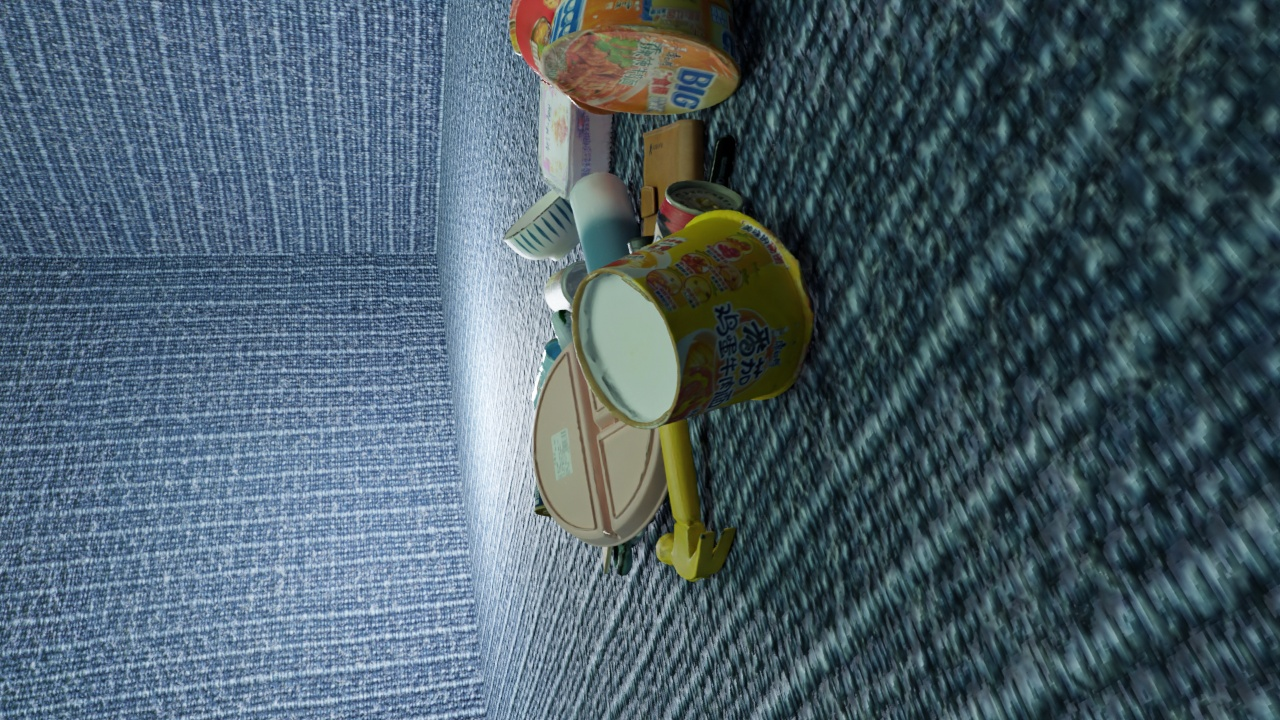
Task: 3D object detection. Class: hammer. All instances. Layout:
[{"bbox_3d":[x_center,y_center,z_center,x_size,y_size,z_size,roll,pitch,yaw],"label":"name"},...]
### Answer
[{"bbox_3d":[0.027,0.042,0.793,0.129,0.032,0.300,172,89,-71],"label":"hammer"}]

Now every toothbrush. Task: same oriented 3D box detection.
[{"bbox_3d":[0.011,0.163,0.946,0.192,0.018,0.016,114,149,-61],"label":"toothbrush"}]

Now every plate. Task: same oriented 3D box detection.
[{"bbox_3d":[-0.044,0.073,0.931,0.230,0.028,0.229,-13,74,49],"label":"plate"}]

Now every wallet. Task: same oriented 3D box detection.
[{"bbox_3d":[0.027,-0.143,0.823,0.119,0.035,0.131,-165,73,-66],"label":"wallet"}]

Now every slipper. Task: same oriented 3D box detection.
[{"bbox_3d":[-0.096,0.051,1.139,0.104,0.074,0.246,-101,9,-65],"label":"slipper"}]

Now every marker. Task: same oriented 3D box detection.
[{"bbox_3d":[0.058,-0.121,0.737,0.015,0.018,0.124,-117,31,-52],"label":"marker"}]

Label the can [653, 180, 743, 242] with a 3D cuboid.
[{"bbox_3d":[0.042,-0.085,0.711,0.066,0.066,0.094,-114,28,-52],"label":"can"}]

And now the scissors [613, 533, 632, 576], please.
[{"bbox_3d":[-0.015,0.153,0.988,0.170,0.019,0.181,-175,89,-78],"label":"scissors"}]

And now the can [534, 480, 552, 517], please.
[{"bbox_3d":[-0.082,0.119,1.048,0.075,0.075,0.111,128,144,-65],"label":"can"}]

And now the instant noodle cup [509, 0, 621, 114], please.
[{"bbox_3d":[-0.043,-0.307,0.870,0.108,0.137,0.138,-123,33,-44],"label":"instant noodle cup"}]

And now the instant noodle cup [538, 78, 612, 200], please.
[{"bbox_3d":[-0.078,-0.272,1.100,0.173,0.060,0.138,-127,38,-65],"label":"instant noodle cup"}]

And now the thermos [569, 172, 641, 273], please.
[{"bbox_3d":[-0.023,-0.101,0.924,0.070,0.070,0.220,104,158,-44],"label":"thermos"}]

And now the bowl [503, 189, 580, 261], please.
[{"bbox_3d":[-0.111,-0.170,1.176,0.066,0.116,0.116,48,175,-19],"label":"bowl"}]

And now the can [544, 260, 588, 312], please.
[{"bbox_3d":[-0.082,-0.088,1.138,0.116,0.058,0.058,174,93,-74],"label":"can"}]

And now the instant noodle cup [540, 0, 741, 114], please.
[{"bbox_3d":[0.004,-0.267,0.695,0.151,0.151,0.111,161,114,-73],"label":"instant noodle cup"}]

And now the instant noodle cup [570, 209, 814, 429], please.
[{"bbox_3d":[0.028,-0.023,0.614,0.138,0.109,0.138,27,127,42],"label":"instant noodle cup"}]

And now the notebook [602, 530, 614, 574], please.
[{"bbox_3d":[-0.038,0.112,1.046,0.211,0.012,0.150,-98,14,-52],"label":"notebook"}]
